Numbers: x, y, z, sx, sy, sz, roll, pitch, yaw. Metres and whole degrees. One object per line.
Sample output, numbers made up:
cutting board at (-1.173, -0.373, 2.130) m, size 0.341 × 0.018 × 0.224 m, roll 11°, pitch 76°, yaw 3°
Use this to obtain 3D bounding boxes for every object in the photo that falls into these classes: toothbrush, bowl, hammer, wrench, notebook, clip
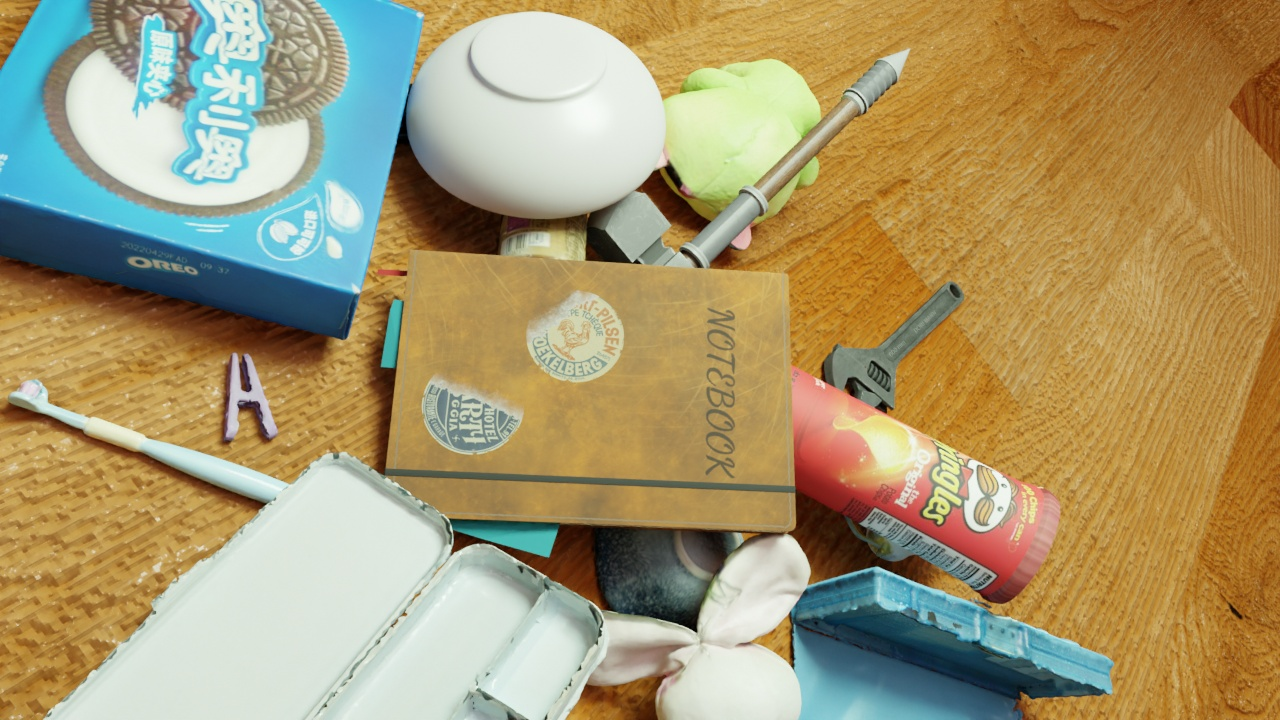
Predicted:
toothbrush at (-0.234, 0.047, 0.464) m, size 0.155 × 0.022 × 0.016 m, roll 27°, pitch 93°, yaw -20°
bowl at (-0.068, -0.179, 0.610) m, size 0.176 × 0.066 × 0.176 m, roll 3°, pitch 55°, yaw -5°
hammer at (0.112, -0.147, 0.708) m, size 0.321 × 0.043 × 0.156 m, roll -45°, pitch 103°, yaw -18°
wrench at (0.244, -0.020, 0.848) m, size 0.073 × 0.018 × 0.272 m, roll 53°, pitch 46°, yaw 3°
notebook at (-0.034, 0.024, 0.540) m, size 0.249 × 0.014 × 0.178 m, roll 3°, pitch 72°, yaw -5°
bowl at (0.028, 0.122, 0.581) m, size 0.110 × 0.055 × 0.110 m, roll 17°, pitch 55°, yaw -26°
clip at (-0.210, 0.023, 0.499) m, size 0.043 × 0.014 × 0.051 m, roll 23°, pitch 55°, yaw -23°

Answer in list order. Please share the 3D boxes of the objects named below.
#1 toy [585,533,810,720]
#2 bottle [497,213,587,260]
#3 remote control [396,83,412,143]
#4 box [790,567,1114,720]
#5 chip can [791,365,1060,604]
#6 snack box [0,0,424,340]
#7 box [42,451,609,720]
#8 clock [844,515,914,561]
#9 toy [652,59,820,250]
toy at (0.055, 0.208, 0.523) m, size 0.159 × 0.084 × 0.194 m, roll -25°, pitch 89°, yaw -8°
bottle at (-0.066, -0.126, 0.650) m, size 0.059 × 0.060 × 0.165 m, roll 16°, pitch 60°, yaw -28°
remote control at (-0.123, -0.182, 0.678) m, size 0.150 × 0.022 × 0.047 m, roll -14°, pitch 73°, yaw -38°
box at (0.216, 0.232, 0.629) m, size 0.231 × 0.094 × 0.111 m, roll 24°, pitch 56°, yaw -23°
chip can at (0.171, 0.080, 0.643) m, size 0.213 × 0.087 × 0.086 m, roll 28°, pitch 48°, yaw 7°
snack box at (-0.242, -0.143, 0.533) m, size 0.195 × 0.056 × 0.238 m, roll 15°, pitch 55°, yaw -21°
box at (-0.139, 0.153, 0.412) m, size 0.191 × 0.045 × 0.208 m, roll 27°, pitch 52°, yaw 13°
clock at (0.203, 0.109, 0.716) m, size 0.125 × 0.052 × 0.088 m, roll -2°, pitch 66°, yaw -37°
toy at (0.088, -0.191, 0.783) m, size 0.150 × 0.107 × 0.196 m, roll 42°, pitch 39°, yaw -11°
